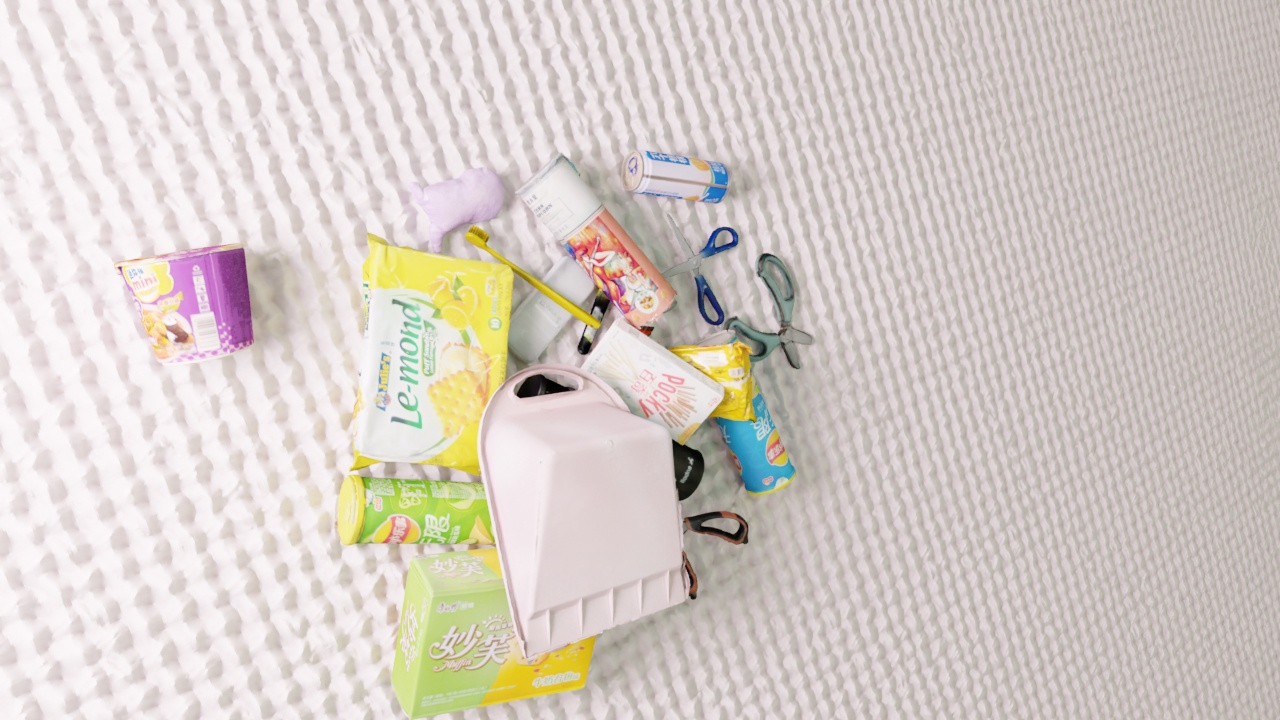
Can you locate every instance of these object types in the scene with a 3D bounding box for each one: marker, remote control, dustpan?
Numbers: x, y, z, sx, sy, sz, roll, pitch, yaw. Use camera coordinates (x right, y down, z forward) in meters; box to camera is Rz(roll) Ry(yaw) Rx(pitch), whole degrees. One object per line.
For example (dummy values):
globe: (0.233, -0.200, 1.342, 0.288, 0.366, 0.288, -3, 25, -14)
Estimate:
marker: (-0.050, -0.064, 1.115, 0.018, 0.015, 0.124, 26, 79, -24)
remote control: (-0.109, -0.060, 1.073, 0.056, 0.020, 0.135, 47, 67, -22)
dustpan: (-0.067, 0.147, 0.988, 0.222, 0.139, 0.273, -5, 102, -39)

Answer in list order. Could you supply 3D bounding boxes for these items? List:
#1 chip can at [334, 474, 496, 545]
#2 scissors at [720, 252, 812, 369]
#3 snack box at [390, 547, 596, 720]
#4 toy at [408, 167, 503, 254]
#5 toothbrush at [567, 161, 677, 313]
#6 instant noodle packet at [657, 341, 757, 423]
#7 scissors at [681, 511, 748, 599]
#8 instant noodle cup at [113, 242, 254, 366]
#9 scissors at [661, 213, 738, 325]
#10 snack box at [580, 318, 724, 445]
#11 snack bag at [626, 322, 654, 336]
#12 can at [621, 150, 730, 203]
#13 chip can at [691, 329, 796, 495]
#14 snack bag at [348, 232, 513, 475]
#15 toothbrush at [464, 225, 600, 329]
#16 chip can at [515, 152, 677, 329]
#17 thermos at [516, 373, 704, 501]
chip can: (-0.205, 0.162, 0.977, 0.221, 0.073, 0.072, 8, 85, -31)
scissors: (0.178, -0.070, 1.251, 0.170, 0.019, 0.181, 9, 82, -36)
snack box: (-0.147, 0.284, 0.982, 0.209, 0.070, 0.158, 2, 111, -33)
toy: (-0.195, -0.173, 1.012, 0.107, 0.039, 0.084, -31, 122, -32)
toothbrush: (-0.028, -0.148, 1.123, 0.027, 0.026, 0.224, -39, 110, -1)
instant noodle packet: (0.078, 0.026, 1.125, 0.044, 0.128, 0.111, -55, 140, -62)
scissors: (0.051, 0.217, 1.131, 0.188, 0.015, 0.227, -23, 122, -21)
instant noodle cup: (-0.409, -0.052, 0.842, 0.111, 0.112, 0.099, -16, 107, -31)
scissors: (0.076, -0.119, 1.181, 0.172, 0.012, 0.162, -29, 112, -41)
snack box: (0.013, 0.026, 1.091, 0.157, 0.026, 0.085, 34, 116, -8)
snack bag: (-0.007, 0.007, 1.133, 0.048, 0.026, 0.104, 5, 86, -23)
can: (0.045, -0.231, 1.154, 0.134, 0.053, 0.053, 1, 88, -32)
chip can: (0.131, 0.068, 1.189, 0.071, 0.071, 0.210, -32, 105, -29)
snack bag: (-0.223, -0.002, 0.973, 0.157, 0.068, 0.246, 6, 85, -32)
toothbrush: (-0.119, -0.093, 1.046, 0.190, 0.016, 0.016, 36, 64, -25)
chip can: (-0.049, -0.136, 1.071, 0.215, 0.071, 0.071, 49, 65, -15)
thermos: (-0.041, 0.102, 1.089, 0.242, 0.068, 0.090, 28, 84, -27)
